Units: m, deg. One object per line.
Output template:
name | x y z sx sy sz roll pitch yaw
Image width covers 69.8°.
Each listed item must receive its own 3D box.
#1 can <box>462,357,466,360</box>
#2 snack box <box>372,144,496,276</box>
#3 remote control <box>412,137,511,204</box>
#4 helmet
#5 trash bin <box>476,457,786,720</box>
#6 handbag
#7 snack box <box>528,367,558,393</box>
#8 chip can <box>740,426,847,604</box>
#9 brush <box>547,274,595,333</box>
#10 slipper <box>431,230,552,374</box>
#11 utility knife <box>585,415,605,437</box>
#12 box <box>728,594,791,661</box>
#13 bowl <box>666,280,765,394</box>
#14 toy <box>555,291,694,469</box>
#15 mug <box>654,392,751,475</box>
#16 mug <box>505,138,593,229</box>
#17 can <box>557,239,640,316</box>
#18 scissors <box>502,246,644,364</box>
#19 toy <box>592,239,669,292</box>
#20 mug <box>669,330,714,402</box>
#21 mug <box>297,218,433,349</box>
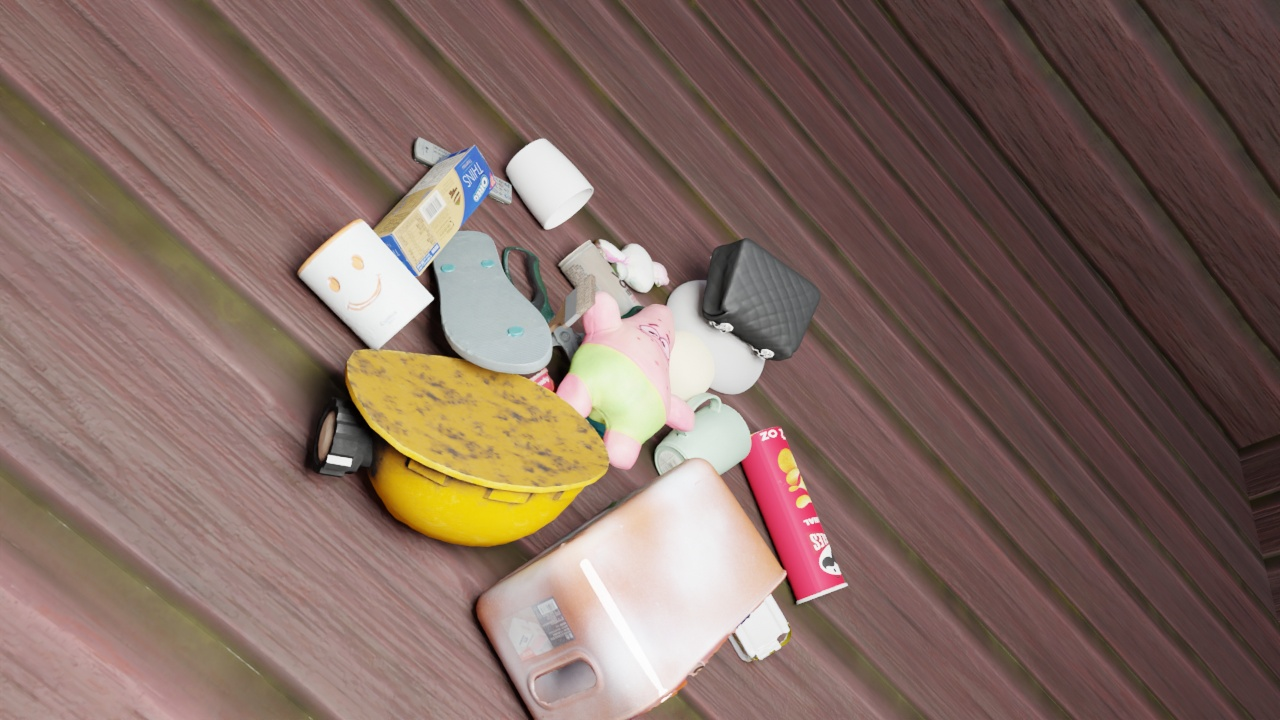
can | -0.157 -0.014 0.997 0.054 0.054 0.137 39 41 -19
snack box | -0.230 -0.163 1.014 0.057 0.056 0.206 61 33 -28
remote control | -0.216 -0.230 1.121 0.136 0.013 0.033 22 50 -35
helmet | -0.167 0.098 0.844 0.255 0.131 0.205 16 22 -32
trash bin | -0.007 0.220 0.889 0.259 0.182 0.157 -25 81 -50
handbag | 0.146 -0.075 1.241 0.153 0.115 0.125 32 68 -32
snack box | -0.095 0.076 0.984 0.121 0.072 0.072 54 39 -3
chip can | 0.194 0.200 1.198 0.069 0.069 0.220 -2 65 -47
brush | -0.096 -0.037 1.005 0.008 0.143 0.045 30 37 -29
slipper | -0.170 -0.053 0.964 0.098 0.055 0.268 -11 40 -22
utility knife | -0.068 0.063 1.065 0.176 0.015 0.022 34 43 -27
box | 0.097 0.252 1.081 0.067 0.070 0.210 -28 84 -31
bowl | 0.121 -0.044 1.296 0.176 0.066 0.176 26 47 -32
toy | -0.006 0.006 1.018 0.192 0.097 0.236 52 37 -18
mug | 0.072 0.095 1.120 0.103 0.084 0.111 -27 125 -41
mug | -0.116 -0.227 1.184 0.087 0.081 0.114 51 7 4
can | -0.043 -0.084 1.165 0.135 0.054 0.054 52 39 -4
scissors | -0.073 -0.061 1.106 0.203 0.015 0.201 -13 71 -28
toy | -0.009 -0.126 1.244 0.122 0.038 0.079 12 44 -40
mug | 0.045 0.010 1.153 0.096 0.100 0.119 57 39 1
mug | -0.269 -0.073 0.901 0.105 0.082 0.082 48 39 -11
